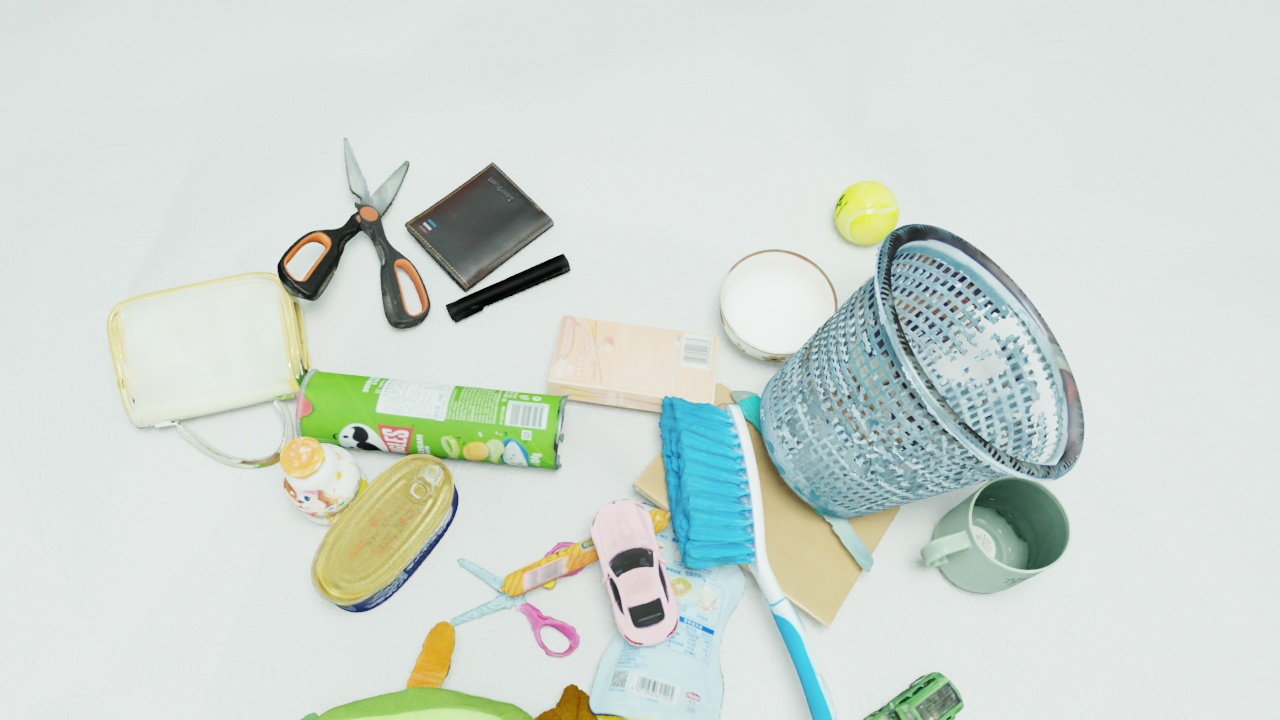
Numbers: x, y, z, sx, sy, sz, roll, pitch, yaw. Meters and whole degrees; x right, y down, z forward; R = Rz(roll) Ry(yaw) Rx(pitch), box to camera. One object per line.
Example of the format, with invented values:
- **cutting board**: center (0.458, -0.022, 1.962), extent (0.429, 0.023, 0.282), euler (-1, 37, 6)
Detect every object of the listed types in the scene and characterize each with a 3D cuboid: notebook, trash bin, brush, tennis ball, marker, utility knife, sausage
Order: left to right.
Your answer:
- **marker**: center (-0.132, -0.074, 0.925), extent (0.132, 0.020, 0.022), euler (-25, 52, -13)
- **sausage**: center (-0.047, 0.166, 0.795), extent (0.165, 0.021, 0.021), euler (-23, 68, -8)
- **brush**: center (0.087, 0.169, 0.765), extent (0.109, 0.061, 0.314), euler (3, 58, -17)
- **notebook**: center (0.117, 0.124, 0.836), extent (0.208, 0.008, 0.147), euler (35, 57, 13)
- **utility knife**: center (0.147, 0.105, 0.840), extent (0.029, 0.013, 0.209), euler (-20, 59, -26)
- **tennis ball**: center (0.234, -0.153, 0.952), extent (0.065, 0.066, 0.065), euler (1, 65, -2)
- **trash bin**: center (0.216, 0.031, 0.774), extent (0.226, 0.196, 0.226), euler (20, 51, -27)

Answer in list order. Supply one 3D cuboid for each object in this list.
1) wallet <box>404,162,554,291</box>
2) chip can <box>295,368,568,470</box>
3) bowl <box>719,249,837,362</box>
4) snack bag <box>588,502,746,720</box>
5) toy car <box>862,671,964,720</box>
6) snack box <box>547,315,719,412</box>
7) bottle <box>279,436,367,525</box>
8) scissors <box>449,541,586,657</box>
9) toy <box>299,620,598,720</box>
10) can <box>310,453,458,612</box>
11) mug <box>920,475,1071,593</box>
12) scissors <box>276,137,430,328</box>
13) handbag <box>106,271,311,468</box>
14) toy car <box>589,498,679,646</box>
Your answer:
- **wallet**: center (-0.166, -0.140, 0.950), extent (0.122, 0.020, 0.096), euler (-41, 83, -21)
- **chip can**: center (-0.186, 0.054, 0.835), extent (0.236, 0.072, 0.072), euler (6, 65, 0)
- **bowl**: center (0.131, -0.045, 0.900), extent (0.113, 0.062, 0.113), euler (0, 66, -1)
- **snack bag**: center (0.028, 0.220, 0.785), extent (0.110, 0.039, 0.190), euler (9, 57, 10)
- **toy car**: center (0.227, 0.297, 0.763), extent (0.091, 0.036, 0.043), euler (-32, 72, -12)
- **snack box**: center (-0.005, 0.005, 0.881), extent (0.157, 0.026, 0.084), euler (8, 52, 2)
- **bottle**: center (-0.276, 0.101, 0.790), extent (0.063, 0.108, 0.063), euler (1, 64, -1)
- **scissors**: center (-0.102, 0.211, 0.800), extent (0.133, 0.017, 0.128), euler (-23, 71, -8)
- **toy**: center (-0.156, 0.318, 0.707), extent (0.246, 0.090, 0.226), euler (4, 59, -4)
- **can**: center (-0.219, 0.151, 0.802), extent (0.074, 0.049, 0.148), euler (33, 68, 12)
- **mug**: center (0.293, 0.157, 0.789), extent (0.111, 0.106, 0.082), euler (-13, 67, -9)
- **scissors**: center (-0.273, -0.122, 0.921), extent (0.222, 0.022, 0.220), euler (47, 45, -3)
- **handbag**: center (-0.392, 0.019, 0.859), extent (0.163, 0.063, 0.178), euler (-13, 81, -8)
- **toy car**: center (-0.005, 0.175, 0.762), extent (0.056, 0.037, 0.122), euler (-16, 72, -7)
